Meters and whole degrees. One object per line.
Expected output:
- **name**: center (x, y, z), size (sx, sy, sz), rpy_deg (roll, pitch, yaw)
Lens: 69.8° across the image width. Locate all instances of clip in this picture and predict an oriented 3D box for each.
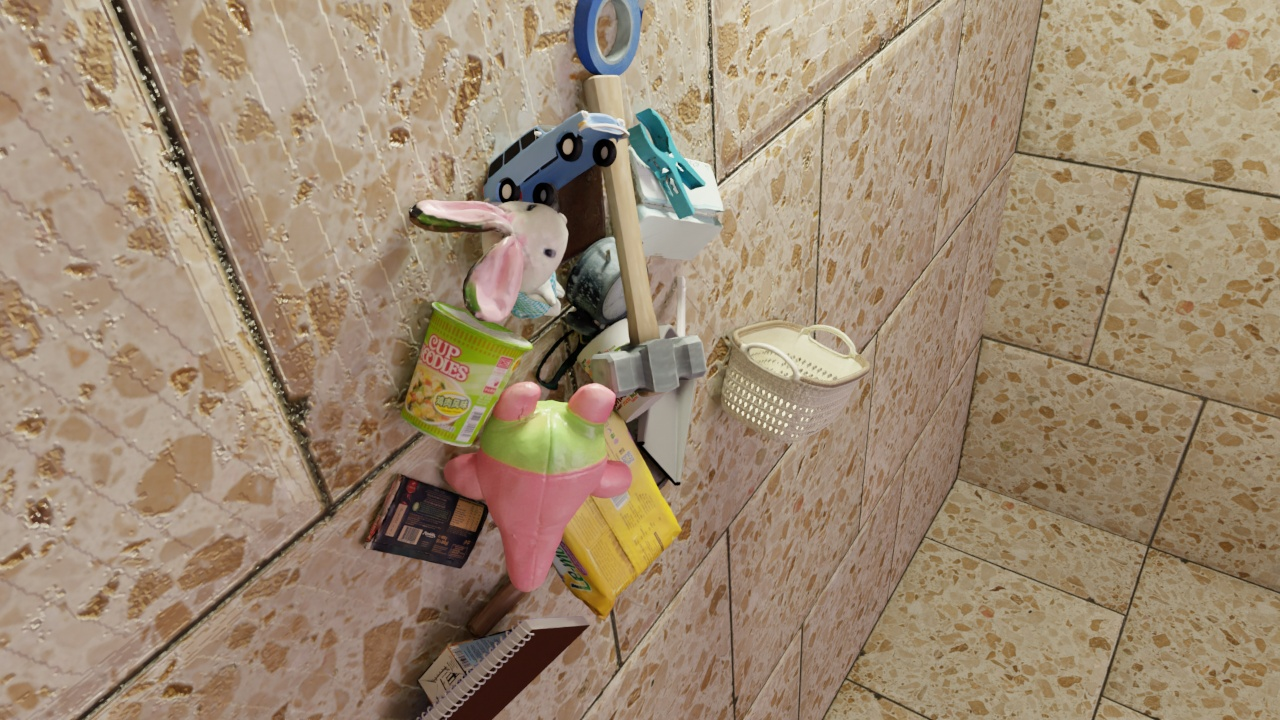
- **clip**: center (0.024, -0.213, 1.019), size (0.127, 0.028, 0.113), rpy_deg (58, 35, -23)

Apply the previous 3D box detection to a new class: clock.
- **clock**: center (-0.040, -0.074, 1.006), size (0.090, 0.052, 0.130), rpy_deg (-24, 144, -48)

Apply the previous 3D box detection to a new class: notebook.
- **notebook**: center (-0.164, 0.357, 1.000), size (0.209, 0.022, 0.171), rpy_deg (-45, 157, 4)

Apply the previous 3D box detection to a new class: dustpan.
- **dustpan**: center (0.038, 0.010, 1.156), size (0.163, 0.033, 0.257), rpy_deg (54, 34, -60)

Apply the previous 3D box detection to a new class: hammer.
- **hammer**: center (-0.013, -0.124, 0.932), size (0.117, 0.051, 0.323), rpy_deg (-13, 96, -33)
- **hammer**: center (-0.085, 0.206, 1.106), size (0.327, 0.052, 0.098), rpy_deg (-46, 124, -26)

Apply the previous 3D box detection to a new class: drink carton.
- **drink carton**: center (-0.180, 0.342, 1.026), size (0.064, 0.040, 0.130), rpy_deg (-49, 155, 16)

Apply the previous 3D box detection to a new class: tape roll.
- **tape roll**: center (-0.032, -0.332, 0.917), size (0.092, 0.016, 0.091), rpy_deg (-3, 110, -59)

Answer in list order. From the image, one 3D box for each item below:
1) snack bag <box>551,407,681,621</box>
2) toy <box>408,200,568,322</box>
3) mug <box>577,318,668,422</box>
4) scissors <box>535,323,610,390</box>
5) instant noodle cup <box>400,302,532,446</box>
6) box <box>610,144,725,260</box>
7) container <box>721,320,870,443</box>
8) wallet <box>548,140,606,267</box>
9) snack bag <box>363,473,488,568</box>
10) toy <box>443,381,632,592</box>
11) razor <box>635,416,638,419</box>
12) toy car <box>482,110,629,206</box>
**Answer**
- **snack bag**: center (-0.047, 0.165, 1.055), size (0.159, 0.068, 0.247), rpy_deg (-44, 122, -28)
- **toy**: center (-0.101, -0.088, 0.836), size (0.106, 0.131, 0.205), rpy_deg (-34, 161, 8)
- **mug**: center (-0.006, 0.006, 1.030), size (0.105, 0.089, 0.074), rpy_deg (-29, 167, -50)
- **scissors**: center (-0.046, 0.004, 1.090), size (0.201, 0.015, 0.204), rpy_deg (-48, 137, -35)
- **instant noodle cup**: center (-0.164, 0.015, 0.833), size (0.098, 0.099, 0.108), rpy_deg (17, 100, -61)
- **box**: center (0.032, -0.182, 1.097), size (0.197, 0.075, 0.125), rpy_deg (-6, 94, -59)
- **container**: center (0.235, 0.028, 1.430), size (0.245, 0.185, 0.143), rpy_deg (-14, 129, -55)
- **wallet**: center (-0.070, -0.163, 0.945), size (0.099, 0.031, 0.120), rpy_deg (-40, 138, -47)
- **snack bag**: center (-0.208, 0.164, 0.914), size (0.074, 0.018, 0.155), rpy_deg (-66, 151, -9)
- **toy**: center (-0.101, 0.126, 0.921), size (0.096, 0.192, 0.237), rpy_deg (-116, -147, -66)
- **razor**: center (-0.020, 0.101, 1.196), size (0.042, 0.022, 0.143), rpy_deg (42, 73, -35)
- **toy car**: center (-0.080, -0.181, 0.817), size (0.056, 0.154, 0.054), rpy_deg (-5, 74, -49)
